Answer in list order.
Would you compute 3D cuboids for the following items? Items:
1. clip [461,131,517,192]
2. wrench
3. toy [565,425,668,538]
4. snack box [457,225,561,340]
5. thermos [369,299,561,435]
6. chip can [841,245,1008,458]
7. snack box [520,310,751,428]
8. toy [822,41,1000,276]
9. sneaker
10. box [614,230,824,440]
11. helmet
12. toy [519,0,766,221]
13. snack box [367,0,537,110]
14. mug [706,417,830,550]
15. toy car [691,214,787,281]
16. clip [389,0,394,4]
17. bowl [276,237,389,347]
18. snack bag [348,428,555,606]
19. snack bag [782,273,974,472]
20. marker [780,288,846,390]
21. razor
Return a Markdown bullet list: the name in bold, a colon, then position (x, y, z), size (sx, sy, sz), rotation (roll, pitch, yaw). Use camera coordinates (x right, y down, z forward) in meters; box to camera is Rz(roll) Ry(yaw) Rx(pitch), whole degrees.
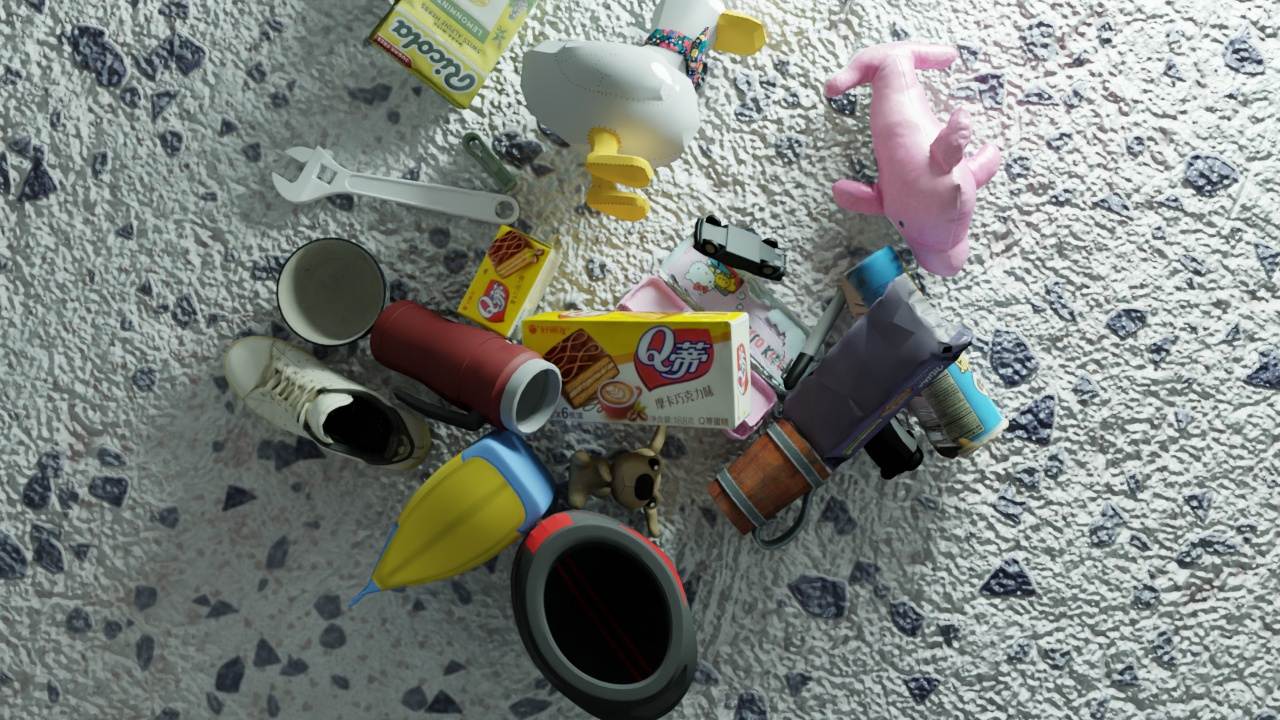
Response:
- **clip**: position (-0.166, -0.218, 1.009), size (0.023, 0.035, 0.074), rotation (-42, 95, -2)
- **wrench**: position (-0.269, -0.187, 1.014), size (0.273, 0.018, 0.066), rotation (10, 90, -1)
- **toy**: position (-0.023, 0.125, 0.976), size (0.108, 0.106, 0.134), rotation (5, 93, -11)
- **snack box**: position (-0.138, -0.082, 0.979), size (0.061, 0.083, 0.106), rotation (28, 90, 2)
- **thermos**: position (-0.188, 0.013, 0.936), size (0.199, 0.084, 0.107), rotation (23, 59, 27)
- **chip can**: position (0.296, -0.009, 0.981), size (0.080, 0.080, 0.229), rotation (-32, 88, 0)
- **snack box**: position (-0.006, 0.006, 0.943), size (0.231, 0.061, 0.110), rotation (1, 101, 21)
- **toy**: position (0.299, -0.221, 0.959), size (0.186, 0.128, 0.265), rotation (-14, 82, -5)
- **sneaker**: position (-0.342, 0.050, 0.969), size (0.241, 0.102, 0.089), rotation (26, 90, 1)
- **box**: position (0.084, -0.028, 1.004), size (0.201, 0.045, 0.154), rotation (45, 72, 0)
- **helmet**: position (-0.040, 0.255, 0.931), size (0.164, 0.170, 0.265), rotation (-36, 101, -13)
- **toy**: position (-0.004, -0.288, 0.960), size (0.247, 0.141, 0.267), rotation (12, 72, 2)
- **snack box**: position (-0.187, -0.376, 0.976), size (0.121, 0.045, 0.181), rotation (35, 89, -30)
- **mug**: position (0.145, 0.139, 0.986), size (0.111, 0.081, 0.117), rotation (-39, 110, 3)
- **toy car**: position (0.106, -0.118, 0.988), size (0.112, 0.034, 0.046), rotation (18, 56, -15)
- **clip**: position (-0.244, -0.448, 0.988), size (0.151, 0.092, 0.125), rotation (39, 87, -10)
- **bowl**: position (-0.325, -0.071, 0.991), size (0.115, 0.059, 0.115), rotation (0, 90, 0)
- **snack bag**: position (-0.196, 0.167, 0.940), size (0.205, 0.159, 0.102), rotation (-38, 92, 1)
- **snack bag**: position (0.231, 0.016, 0.935), size (0.096, 0.058, 0.206), rotation (52, 122, 23)
- **marker**: position (0.190, -0.026, 0.998), size (0.022, 0.016, 0.138), rotation (29, 73, 13)
- **razor**: position (0.248, 0.050, 0.994), size (0.060, 0.057, 0.156), rotation (-31, 87, -44)
